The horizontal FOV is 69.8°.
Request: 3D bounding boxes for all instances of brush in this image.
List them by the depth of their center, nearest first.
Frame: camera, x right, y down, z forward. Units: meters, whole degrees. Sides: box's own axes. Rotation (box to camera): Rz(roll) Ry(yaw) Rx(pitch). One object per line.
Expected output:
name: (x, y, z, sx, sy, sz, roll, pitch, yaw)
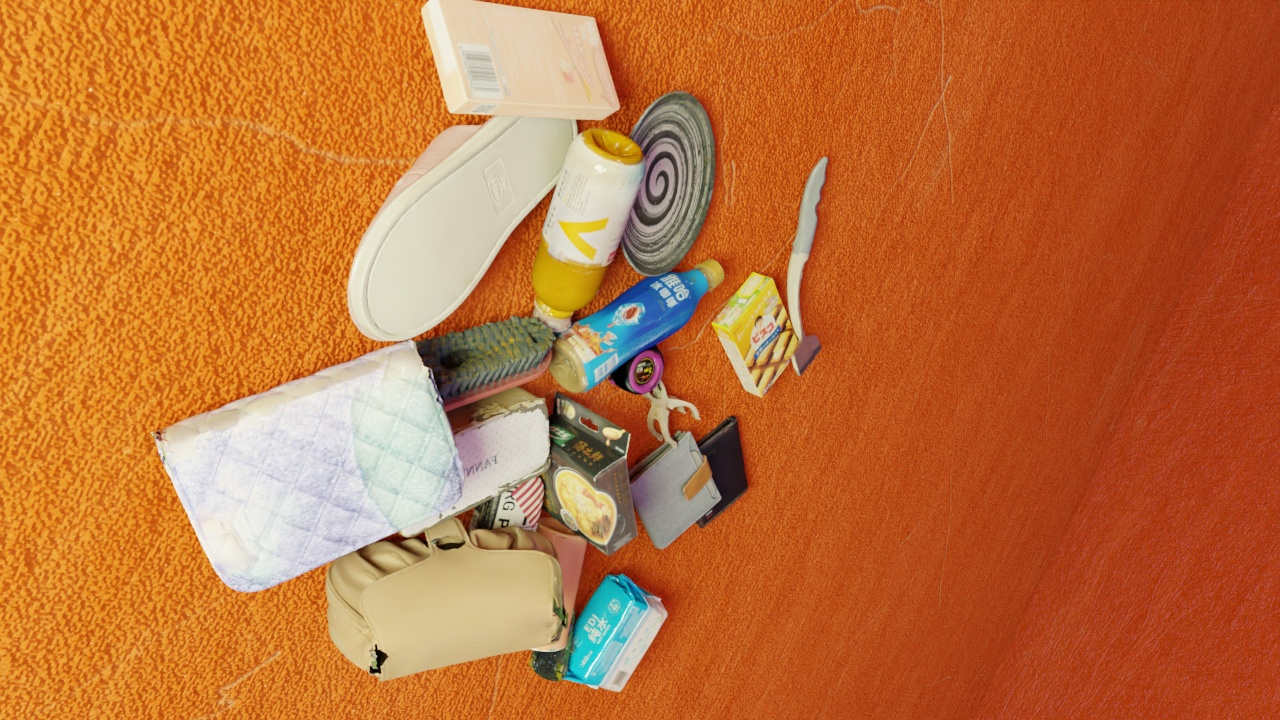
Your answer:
brush: (-0.140, 0.005, 0.811, 0.145, 0.063, 0.069, -20, 154, -42)

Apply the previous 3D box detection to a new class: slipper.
slipper: (-0.143, -0.125, 0.734, 0.273, 0.054, 0.114, -55, 144, -29)

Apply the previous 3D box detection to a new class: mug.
mug: (-0.099, 0.231, 0.963, 0.078, 0.078, 0.123, 12, 96, -49)

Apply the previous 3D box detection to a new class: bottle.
bottle: (-0.053, -0.108, 0.807, 0.067, 0.068, 0.190, -15, 141, -42)
bottle: (0.002, -0.045, 0.927, 0.218, 0.065, 0.065, -34, 132, -31)

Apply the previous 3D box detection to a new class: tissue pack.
tissue pack: (-0.036, 0.323, 1.082, 0.140, 0.063, 0.090, -57, 141, -5)

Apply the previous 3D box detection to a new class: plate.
plate: (0.021, -0.171, 0.893, 0.178, 0.024, 0.180, -33, 131, -47)

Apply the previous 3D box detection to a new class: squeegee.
squeegee: (0.198, -0.120, 1.104, 0.246, 0.039, 0.247, -26, 121, -71)

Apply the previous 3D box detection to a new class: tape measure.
tape measure: (-0.006, 0.006, 0.966, 0.057, 0.039, 0.058, -35, 128, -30)

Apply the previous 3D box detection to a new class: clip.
clip: (0.034, 0.045, 1.035, 0.092, 0.035, 0.103, -27, 121, -30)

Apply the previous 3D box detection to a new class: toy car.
toy car: (-0.096, 0.313, 1.027, 0.036, 0.043, 0.091, -11, 112, -69)

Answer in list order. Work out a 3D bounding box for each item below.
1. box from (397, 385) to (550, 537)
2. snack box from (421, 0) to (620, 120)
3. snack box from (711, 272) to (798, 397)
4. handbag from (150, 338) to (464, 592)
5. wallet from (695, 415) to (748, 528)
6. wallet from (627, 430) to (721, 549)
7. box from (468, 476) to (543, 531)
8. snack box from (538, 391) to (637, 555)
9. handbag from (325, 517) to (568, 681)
box: (-0.167, 0.087, 0.823, 0.183, 0.060, 0.090, -20, 122, -38)
snack box: (-0.090, -0.235, 0.724, 0.157, 0.026, 0.084, -11, 84, -44)
snack box: (0.142, -0.029, 1.111, 0.086, 0.034, 0.140, -50, 136, -17)
handbag: (-0.239, 0.076, 0.688, 0.193, 0.075, 0.134, -21, 114, -20)
wallet: (0.095, 0.142, 1.163, 0.096, 0.020, 0.122, -37, 131, -28)
wallet: (0.041, 0.154, 1.087, 0.106, 0.037, 0.130, -37, 132, -14)
box: (-0.143, 0.180, 0.914, 0.071, 0.057, 0.164, 13, 100, -26)
snack box: (-0.059, 0.112, 0.907, 0.053, 0.113, 0.126, -33, 130, -32)
handbag: (-0.164, 0.199, 0.797, 0.204, 0.148, 0.100, -5, 107, -26)
